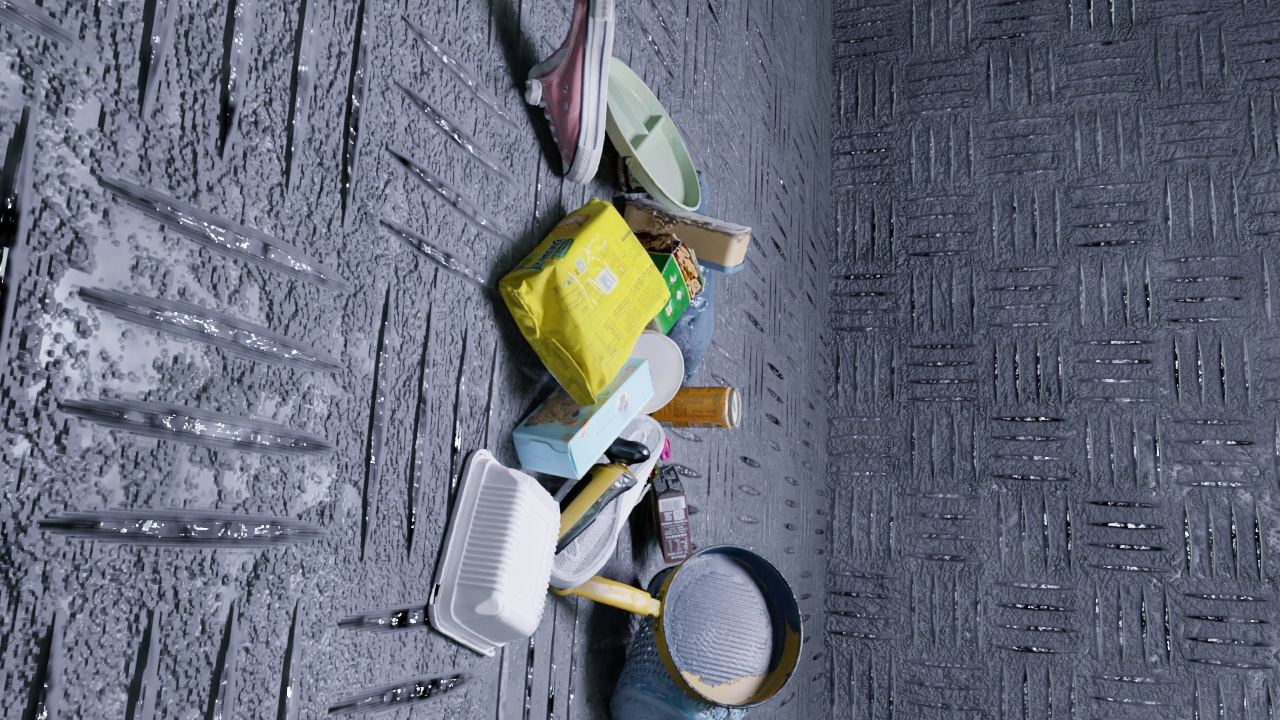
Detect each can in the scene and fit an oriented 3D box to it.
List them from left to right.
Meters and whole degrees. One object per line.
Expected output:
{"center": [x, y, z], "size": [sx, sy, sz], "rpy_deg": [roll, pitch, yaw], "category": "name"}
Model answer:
{"center": [0.064, 0.065, 1.286], "size": [0.058, 0.146, 0.058], "rpy_deg": [0, 89, -71], "category": "can"}

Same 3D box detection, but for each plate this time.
{"center": [0.007, -0.292, 1.200], "size": [0.230, 0.028, 0.229], "rpy_deg": [45, 30, -35], "category": "plate"}

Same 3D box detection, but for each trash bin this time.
{"center": [0.066, 0.420, 1.222], "size": [0.194, 0.227, 0.227], "rpy_deg": [-48, 135, -44], "category": "trash bin"}

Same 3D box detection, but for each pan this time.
{"center": [0.045, 0.302, 1.103], "size": [0.078, 0.357, 0.197], "rpy_deg": [138, -36, -57], "category": "pan"}

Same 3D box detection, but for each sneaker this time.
{"center": [-0.080, -0.291, 0.989], "size": [0.242, 0.088, 0.118], "rpy_deg": [102, -11, -55], "category": "sneaker"}
{"center": [-0.053, 0.169, 1.068], "size": [0.241, 0.089, 0.091], "rpy_deg": [-55, 175, -39], "category": "sneaker"}

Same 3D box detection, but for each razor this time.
{"center": [-0.058, 0.144, 0.992], "size": [0.167, 0.062, 0.067], "rpy_deg": [-46, 110, -28], "category": "razor"}

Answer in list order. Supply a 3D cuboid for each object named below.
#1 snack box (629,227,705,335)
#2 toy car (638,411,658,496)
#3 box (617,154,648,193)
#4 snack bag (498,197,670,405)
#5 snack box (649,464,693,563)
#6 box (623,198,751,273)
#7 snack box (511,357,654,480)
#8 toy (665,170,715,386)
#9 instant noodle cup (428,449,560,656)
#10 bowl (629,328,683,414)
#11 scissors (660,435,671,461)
{"center": [0.004, -0.095, 1.200], "size": [0.105, 0.118, 0.117], "rpy_deg": [-64, 149, -27], "category": "snack box"}
{"center": [-0.006, 0.109, 1.244], "size": [0.071, 0.041, 0.156], "rpy_deg": [-3, 91, -70], "category": "toy car"}
{"center": [0.001, -0.267, 1.292], "size": [0.164, 0.060, 0.072], "rpy_deg": [-21, 128, -68], "category": "box"}
{"center": [-0.052, -0.074, 1.007], "size": [0.158, 0.068, 0.245], "rpy_deg": [54, 33, -16], "category": "snack bag"}
{"center": [0.047, 0.227, 1.313], "size": [0.113, 0.053, 0.126], "rpy_deg": [-114, -163, -75], "category": "snack box"}
{"center": [0.066, -0.169, 1.244], "size": [0.089, 0.184, 0.062], "rpy_deg": [-28, 136, -66], "category": "box"}
{"center": [-0.058, 0.056, 1.002], "size": [0.174, 0.074, 0.052], "rpy_deg": [-47, 134, -46], "category": "snack box"}
{"center": [0.069, -0.097, 1.378], "size": [0.137, 0.091, 0.357], "rpy_deg": [-58, 152, -59], "category": "toy"}
{"center": [-0.128, 0.184, 0.874], "size": [0.138, 0.060, 0.173], "rpy_deg": [59, 34, -55], "category": "instant noodle cup"}
{"center": [-0.007, 0.007, 1.181], "size": [0.062, 0.113, 0.113], "rpy_deg": [-133, -152, -60], "category": "bowl"}
{"center": [0.026, 0.106, 1.378], "size": [0.133, 0.017, 0.134], "rpy_deg": [-72, 150, -50], "category": "scissors"}
